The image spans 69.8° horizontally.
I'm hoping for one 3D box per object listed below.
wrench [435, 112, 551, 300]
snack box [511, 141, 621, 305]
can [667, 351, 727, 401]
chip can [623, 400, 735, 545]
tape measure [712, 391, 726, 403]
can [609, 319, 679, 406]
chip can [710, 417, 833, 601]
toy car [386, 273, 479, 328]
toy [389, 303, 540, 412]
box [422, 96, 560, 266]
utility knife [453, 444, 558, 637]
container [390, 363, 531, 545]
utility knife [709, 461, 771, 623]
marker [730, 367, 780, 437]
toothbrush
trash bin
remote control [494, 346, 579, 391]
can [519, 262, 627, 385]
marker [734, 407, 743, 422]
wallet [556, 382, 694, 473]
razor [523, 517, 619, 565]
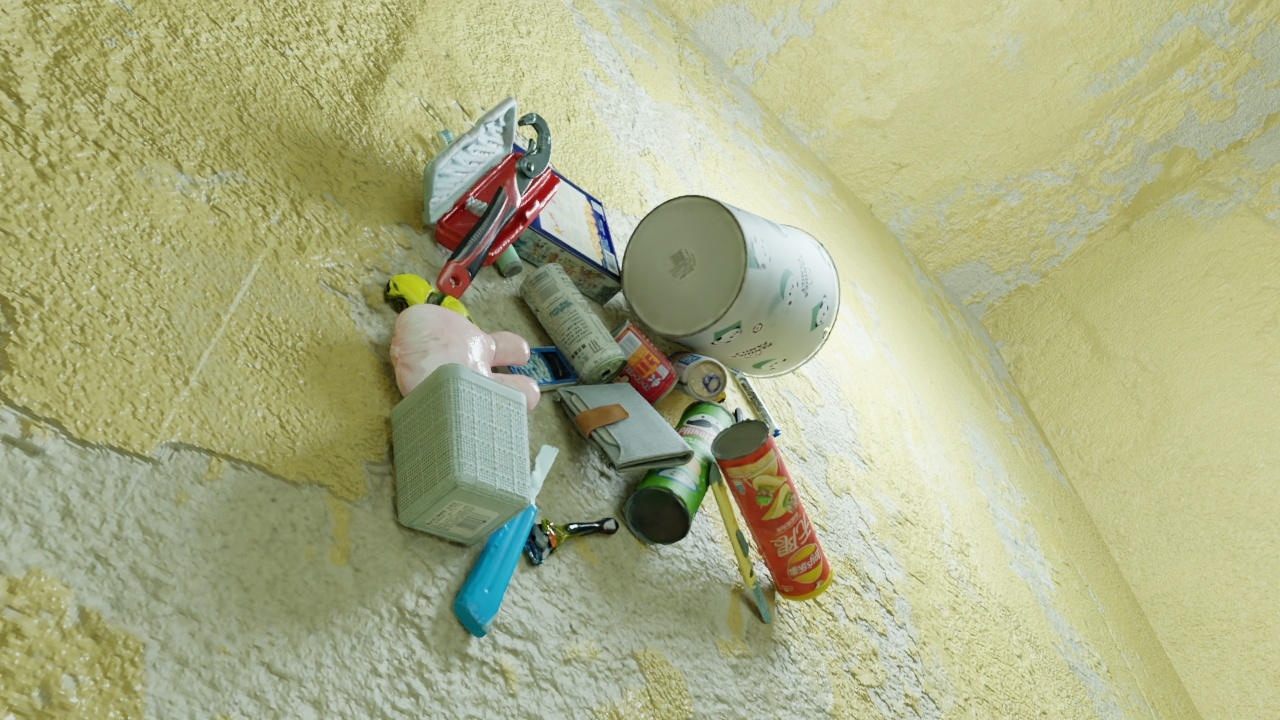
[{"bbox_3d":[-0.153,-0.168,0.993,0.056,0.016,0.272,47,49,-34],"label":"wrench"},{"bbox_3d":[-0.111,-0.182,1.204,0.182,0.046,0.177,29,34,-38],"label":"snack box"},{"bbox_3d":[0.067,0.018,1.145,0.053,0.053,0.134,45,-4,-10],"label":"can"},{"bbox_3d":[0.050,0.120,1.028,0.072,0.072,0.235,49,26,-4],"label":"chip can"},{"bbox_3d":[0.091,0.028,1.268,0.057,0.029,0.060,16,41,-49],"label":"tape measure"},{"bbox_3d":[-0.006,0.006,1.094,0.094,0.067,0.066,45,26,-10],"label":"can"},{"bbox_3d":[0.150,0.172,1.039,0.217,0.073,0.073,63,20,-23],"label":"chip can"},{"bbox_3d":[-0.199,-0.049,0.897,0.105,0.032,0.048,39,28,-18],"label":"toy car"},{"bbox_3d":[-0.161,0.007,0.850,0.159,0.054,0.121,11,56,-46],"label":"toy"},{"bbox_3d":[-0.164,-0.208,1.039,0.110,0.100,0.200,29,43,2],"label":"box"},{"bbox_3d":[-0.107,0.141,0.789,0.034,0.018,0.233,39,31,-11],"label":"utility knife"},{"bbox_3d":[-0.146,0.080,0.746,0.090,0.090,0.111,28,36,-38],"label":"container"},{"bbox_3d":[0.108,0.205,1.004,0.030,0.021,0.201,-40,119,-54],"label":"utility knife"},{"bbox_3d":[0.168,0.052,1.377,0.016,0.017,0.145,5,51,-56],"label":"marker"},{"bbox_3d":[-0.198,-0.193,1.099,0.027,0.027,0.224,-22,68,-22],"label":"toothbrush"},{"bbox_3d":[0.117,-0.101,1.234,0.251,0.230,0.229,12,45,-57],"label":"trash bin"},{"bbox_3d":[-0.110,0.010,0.969,0.049,0.024,0.124,57,22,13],"label":"remote control"},{"bbox_3d":[-0.077,-0.040,1.041,0.146,0.058,0.058,54,25,17],"label":"can"},{"bbox_3d":[0.139,0.103,1.263,0.018,0.015,0.123,44,24,-23],"label":"marker"},{"bbox_3d":[-0.019,0.065,0.966,0.106,0.037,0.129,-1,33,-38],"label":"wallet"},{"bbox_3d":[-0.060,0.159,0.854,0.142,0.022,0.042,5,52,-57],"label":"razor"}]
